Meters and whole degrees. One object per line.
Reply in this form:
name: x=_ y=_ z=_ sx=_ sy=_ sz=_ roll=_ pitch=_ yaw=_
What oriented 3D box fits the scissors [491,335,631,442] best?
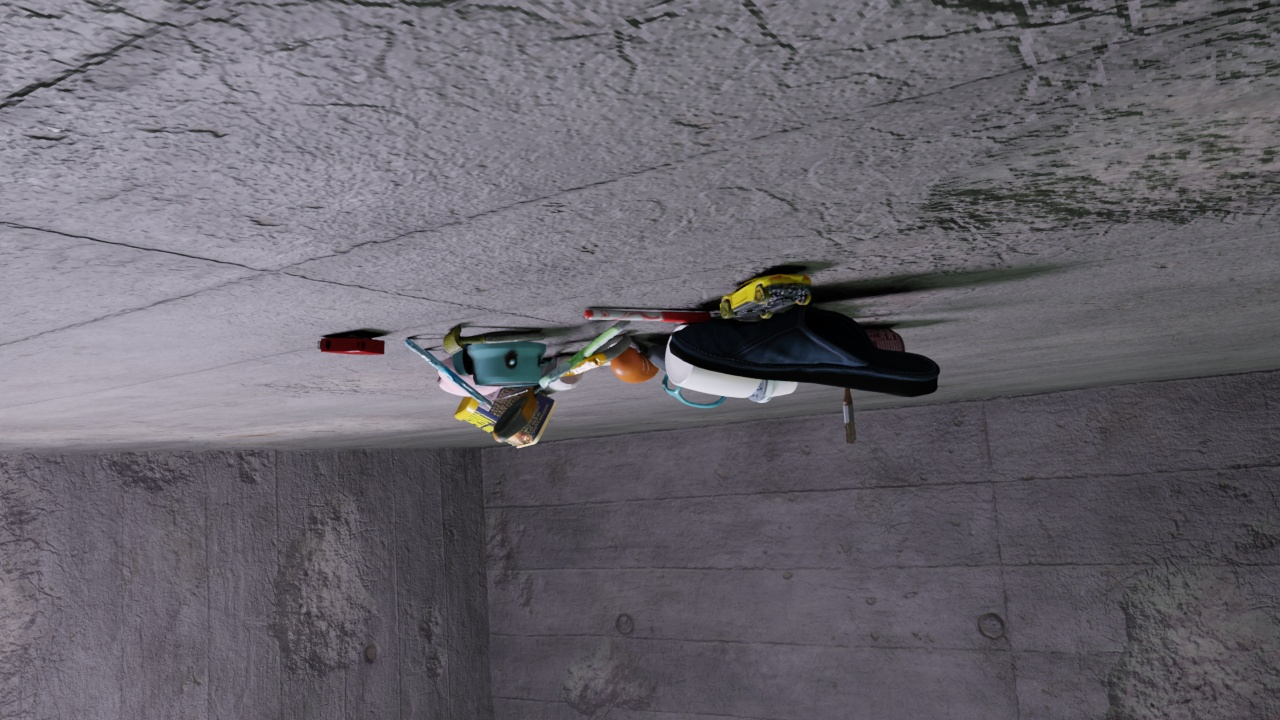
scissors: x=-0.112 y=0.031 z=1.086 sx=0.226 sy=0.016 sz=0.229 roll=-22 pitch=-161 yaw=34

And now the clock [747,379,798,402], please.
clock: x=0.156 y=0.010 z=1.168 sx=0.057 sy=0.083 sz=0.118 roll=-8 pitch=174 yaw=-17

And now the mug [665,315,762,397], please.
mug: x=0.089 y=-0.012 z=1.023 sx=0.087 sy=0.080 sz=0.114 roll=6 pitch=138 yaw=-26

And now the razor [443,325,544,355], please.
razor: x=-0.152 y=-0.024 z=0.971 sx=0.105 sy=0.026 sz=0.043 roll=-5 pitch=172 yaw=-28

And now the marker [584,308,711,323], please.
marker: x=0.009 y=-0.045 z=0.922 sx=0.142 sy=0.012 sz=0.013 roll=0 pitch=172 yaw=-28

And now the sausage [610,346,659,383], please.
sausage: x=-0.007 y=0.007 z=1.158 sx=0.039 sy=0.044 sz=0.164 roll=37 pitch=-175 yaw=10

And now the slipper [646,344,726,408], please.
slipper: x=0.071 y=0.020 z=1.193 sx=0.098 sy=0.055 sz=0.268 roll=31 pitch=-168 yaw=20

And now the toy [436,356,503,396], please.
toy: x=-0.211 y=0.019 z=1.156 sx=0.093 sy=0.050 sz=0.102 roll=0 pitch=169 yaw=-8

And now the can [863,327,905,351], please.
can: x=0.266 y=-0.008 z=1.144 sx=0.114 sy=0.063 sz=0.063 roll=-2 pitch=173 yaw=-15

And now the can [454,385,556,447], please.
can: x=-0.188 y=0.066 z=1.274 sx=0.104 sy=0.075 sz=0.135 roll=30 pitch=163 yaw=-13

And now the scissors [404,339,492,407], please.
scissors: x=-0.221 y=0.012 z=1.044 sx=0.134 sy=0.011 sz=0.140 roll=40 pitch=173 yaw=-30

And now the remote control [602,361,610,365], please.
remote control: x=-0.026 y=-0.001 z=1.262 sx=0.146 sy=0.008 sz=0.045 roll=-3 pitch=173 yaw=-7

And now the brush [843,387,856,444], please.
brush: x=0.239 y=0.024 z=1.069 sx=0.008 sy=0.143 sz=0.045 roll=-5 pitch=-178 yaw=19

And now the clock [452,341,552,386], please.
clock: x=-0.161 y=0.003 z=1.043 sx=0.089 sy=0.053 sz=0.124 roll=4 pitch=172 yaw=-44

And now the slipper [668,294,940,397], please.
slipper: x=0.163 y=-0.028 z=0.908 sx=0.266 sy=0.083 sz=0.108 roll=7 pitch=-161 yaw=9

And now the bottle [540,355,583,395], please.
bottle: x=-0.120 y=0.023 z=1.250 sx=0.044 sy=0.044 sz=0.136 roll=-1 pitch=173 yaw=-25

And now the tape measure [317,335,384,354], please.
tape measure: x=-0.298 y=-0.016 z=0.957 sx=0.059 sy=0.019 sz=0.051 roll=1 pitch=177 yaw=24

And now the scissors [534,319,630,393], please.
scissors: x=-0.074 y=0.001 z=0.980 sx=0.172 sy=0.024 sz=0.165 roll=-39 pitch=-174 yaw=41

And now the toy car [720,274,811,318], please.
toy car: x=0.108 y=-0.056 z=0.809 sx=0.049 sy=0.030 sz=0.107 roll=-2 pitch=170 yaw=-26
